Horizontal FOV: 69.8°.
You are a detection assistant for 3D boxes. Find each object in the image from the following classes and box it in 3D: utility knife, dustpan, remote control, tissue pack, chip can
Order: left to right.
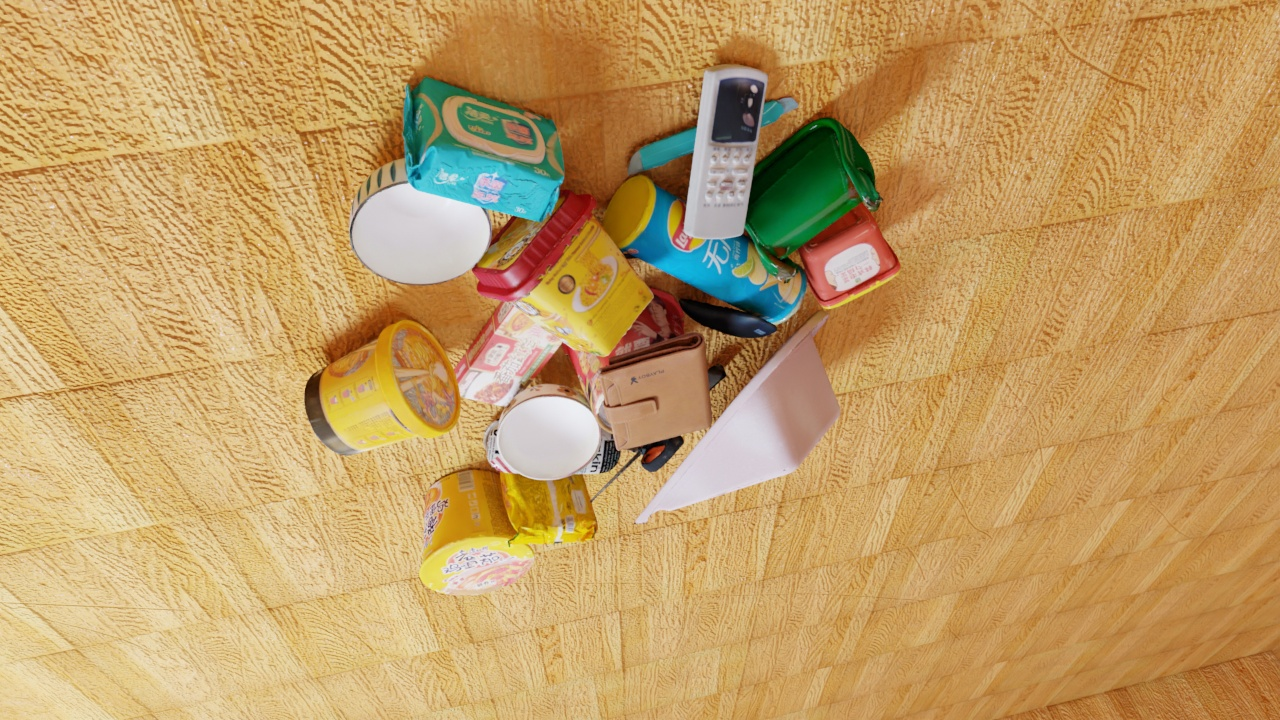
[{"bbox_3d":[-0.127,-0.169,0.732,0.133,0.093,0.050,10,137,-30],"label":"tissue pack"},{"bbox_3d":[0.066,-0.102,0.887,0.210,0.071,0.071,23,127,-34],"label":"chip can"},{"bbox_3d":[0.064,-0.204,0.824,0.166,0.013,0.029,-20,144,-1],"label":"utility knife"},{"bbox_3d":[0.085,-0.041,0.940,0.053,0.136,0.024,22,88,-33],"label":"remote control"},{"bbox_3d":[0.074,-0.179,0.800,0.058,0.021,0.150,-7,117,-28],"label":"remote control"},{"bbox_3d":[0.113,0.051,1.049,0.274,0.139,0.221,-21,-171,33],"label":"dustpan"}]

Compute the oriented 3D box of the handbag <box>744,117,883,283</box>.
[{"bbox_3d":[0.154,-0.145,0.842,0.132,0.120,0.068,-36,132,25],"label":"handbag"}]

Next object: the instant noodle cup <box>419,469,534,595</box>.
[{"bbox_3d":[-0.209,0.210,1.139,0.138,0.109,0.138,-10,140,-9],"label":"instant noodle cup"}]

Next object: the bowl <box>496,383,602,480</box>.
[{"bbox_3d":[-0.101,0.070,1.010,0.113,0.062,0.114,-4,121,-6],"label":"bowl"}]

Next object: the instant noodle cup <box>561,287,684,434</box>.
[{"bbox_3d":[-0.006,0.006,0.971,0.138,0.108,0.138,-10,140,-9],"label":"instant noodle cup"}]

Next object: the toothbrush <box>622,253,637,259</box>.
[{"bbox_3d":[0.037,-0.112,0.925,0.189,0.016,0.014,-6,131,-17],"label":"toothbrush"}]

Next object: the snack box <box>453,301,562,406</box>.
[{"bbox_3d":[-0.136,-0.011,0.969,0.075,0.025,0.153,15,131,-34],"label":"snack box"}]

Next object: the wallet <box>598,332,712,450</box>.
[{"bbox_3d":[0.016,0.034,0.901,0.108,0.031,0.132,-15,140,-5],"label":"wallet"}]

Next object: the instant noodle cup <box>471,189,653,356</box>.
[{"bbox_3d":[-0.065,-0.073,0.814,0.123,0.116,0.116,44,75,-27],"label":"instant noodle cup"}]

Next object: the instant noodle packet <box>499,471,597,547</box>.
[{"bbox_3d":[-0.114,0.164,1.104,0.110,0.128,0.044,0,143,-21],"label":"instant noodle packet"}]

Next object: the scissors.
[{"bbox_3d":[0.019,0.086,1.067,0.021,0.234,0.220,44,82,-6],"label":"scissors"}]

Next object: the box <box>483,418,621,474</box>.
[{"bbox_3d":[-0.106,0.091,1.093,0.163,0.082,0.075,1,102,-18],"label":"box"}]

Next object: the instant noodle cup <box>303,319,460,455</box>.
[{"bbox_3d":[-0.259,0.034,0.914,0.115,0.118,0.118,-22,141,17],"label":"instant noodle cup"}]

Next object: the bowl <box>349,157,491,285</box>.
[{"bbox_3d":[-0.188,-0.127,0.781,0.116,0.066,0.117,-9,141,-8],"label":"bowl"}]

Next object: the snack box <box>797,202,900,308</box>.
[{"bbox_3d":[0.207,-0.110,0.936,0.091,0.082,0.080,-27,130,10],"label":"snack box"}]
